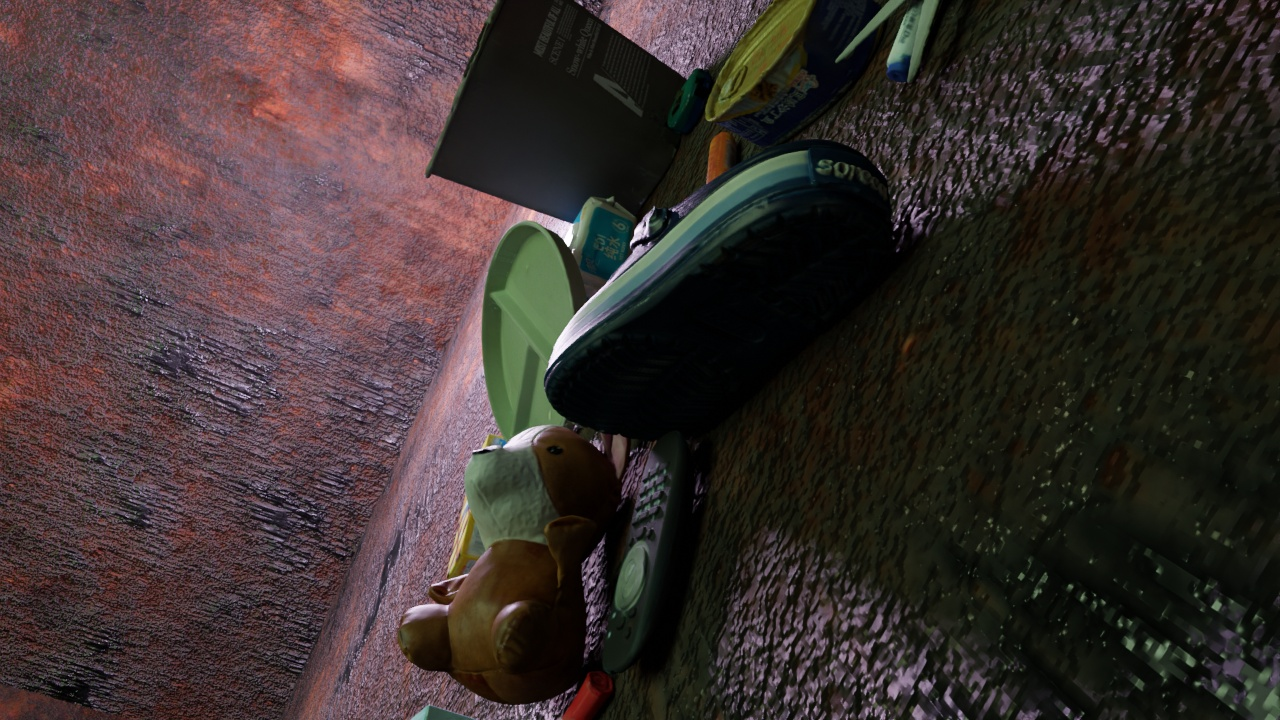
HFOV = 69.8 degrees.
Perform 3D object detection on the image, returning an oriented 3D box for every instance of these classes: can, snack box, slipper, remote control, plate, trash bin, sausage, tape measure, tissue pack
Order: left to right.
[{"bbox_3d":[-0.141,0.290,0.633,0.175,0.074,0.051,-49,23,48],"label":"snack box"},{"bbox_3d":[-0.170,0.159,0.978,0.087,0.033,0.140,126,159,-54],"label":"snack box"},{"bbox_3d":[-0.103,-0.019,0.886,0.231,0.027,0.230,5,96,59],"label":"plate"},{"bbox_3d":[-0.082,-0.259,0.965,0.199,0.219,0.198,-50,21,48],"label":"trash bin"},{"bbox_3d":[-0.054,-0.092,0.922,0.090,0.063,0.139,-51,21,48],"label":"tissue pack"},{"bbox_3d":[0.008,0.103,0.499,0.053,0.024,0.136,-39,33,57],"label":"remote control"},{"bbox_3d":[0.045,-0.249,0.888,0.058,0.025,0.054,-52,20,46],"label":"tape measure"},{"bbox_3d":[0.027,-0.037,0.484,0.254,0.105,0.095,-43,35,50],"label":"slipper"},{"bbox_3d":[0.057,-0.118,0.663,0.022,0.021,0.164,-52,20,42],"label":"sausage"},{"bbox_3d":[0.094,-0.189,0.589,0.148,0.049,0.074,-23,45,68],"label":"can"}]

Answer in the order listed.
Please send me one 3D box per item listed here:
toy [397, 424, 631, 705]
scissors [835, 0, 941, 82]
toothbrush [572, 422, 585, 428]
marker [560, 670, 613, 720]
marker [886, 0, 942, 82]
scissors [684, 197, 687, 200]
[{"bbox_3d":[-0.077,0.115,0.599,0.140,0.130,0.199,-11,39,33],"label":"toy"},{"bbox_3d":[0.156,-0.213,0.442,0.176,0.012,0.162,-34,41,48],"label":"scissors"},{"bbox_3d":[-0.004,0.004,0.698,0.020,0.029,0.190,61,141,15],"label":"toothbrush"},{"bbox_3d":[-0.055,0.236,0.533,0.145,0.017,0.017,-60,16,22],"label":"marker"},{"bbox_3d":[0.157,-0.211,0.472,0.145,0.017,0.017,-68,15,-6],"label":"marker"},{"bbox_3d":[0.021,-0.061,0.726,0.076,0.017,0.138,-107,38,-55],"label":"scissors"}]
